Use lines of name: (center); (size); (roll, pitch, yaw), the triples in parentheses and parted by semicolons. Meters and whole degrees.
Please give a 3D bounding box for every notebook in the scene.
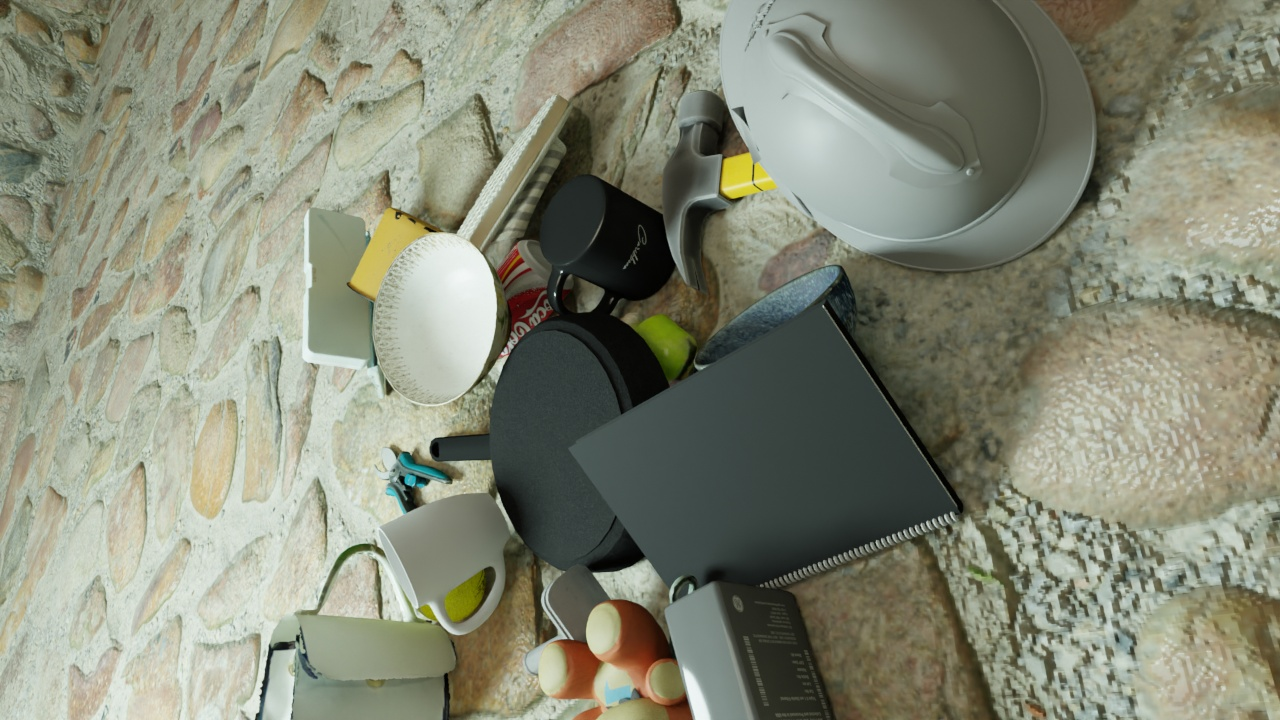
notebook: (0.070, 0.073, 0.575); (0.207, 0.016, 0.149); (-31, 97, 33)

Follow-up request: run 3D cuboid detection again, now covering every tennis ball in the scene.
tennis ball: (-0.167, 0.192, 0.795); (0.066, 0.065, 0.065); (-19, 62, 39)

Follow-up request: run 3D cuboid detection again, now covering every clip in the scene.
clip: (0.033, 0.180, 0.612); (0.043, 0.023, 0.076); (30, 126, 45)

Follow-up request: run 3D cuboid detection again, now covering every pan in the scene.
pan: (-0.101, 0.071, 0.768); (0.357, 0.044, 0.204); (-8, 85, 49)

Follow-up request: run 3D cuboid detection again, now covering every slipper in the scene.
slipper: (-0.138, -0.131, 0.876); (0.272, 0.054, 0.114); (-59, 16, -4)

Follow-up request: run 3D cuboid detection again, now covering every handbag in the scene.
handbag: (-0.234, 0.240, 0.781); (0.074, 0.151, 0.175); (-25, 57, 36)

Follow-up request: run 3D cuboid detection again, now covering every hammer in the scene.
hammer: (0.143, -0.144, 0.649); (0.325, 0.034, 0.169); (-5, 72, 42)

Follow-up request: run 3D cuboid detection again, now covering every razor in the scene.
razor: (-0.056, 0.213, 0.689); (0.088, 0.047, 0.116); (53, 136, 7)

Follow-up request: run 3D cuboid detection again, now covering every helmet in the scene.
helmet: (0.127, -0.162, 0.544); (0.271, 0.117, 0.184); (44, 120, 22)

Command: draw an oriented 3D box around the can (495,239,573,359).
can: (-0.114, -0.054, 0.840); (0.105, 0.064, 0.064); (-47, 47, 21)

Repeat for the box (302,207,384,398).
box: (-0.321, -0.065, 1.010); (0.074, 0.126, 0.197); (-13, 59, 2)

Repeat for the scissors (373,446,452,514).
scissors: (-0.230, 0.126, 0.918); (0.156, 0.019, 0.124); (-28, 55, 36)

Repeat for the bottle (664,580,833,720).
bottle: (0.076, 0.220, 0.532); (0.046, 0.083, 0.173); (-36, 53, 29)

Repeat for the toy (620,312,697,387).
toy: (-0.004, 0.004, 0.725); (0.118, 0.043, 0.092); (22, 94, 50)

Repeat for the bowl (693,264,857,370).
bowl: (0.098, -0.006, 0.604); (0.114, 0.061, 0.114); (-34, 9, 6)

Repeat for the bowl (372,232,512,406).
bowl: (-0.158, -0.033, 0.789); (0.145, 0.063, 0.145); (-2, 86, 32)

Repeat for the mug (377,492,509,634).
mug: (-0.146, 0.162, 0.739); (0.107, 0.089, 0.071); (60, 155, 10)

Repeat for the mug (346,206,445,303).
mug: (-0.228, -0.094, 0.949); (0.124, 0.100, 0.094); (29, 93, 24)

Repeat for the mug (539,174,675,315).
mug: (-0.033, -0.084, 0.753); (0.078, 0.088, 0.113); (29, 95, 47)

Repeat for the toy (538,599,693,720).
toy: (0.010, 0.240, 0.581); (0.176, 0.096, 0.112); (49, 123, 8)
